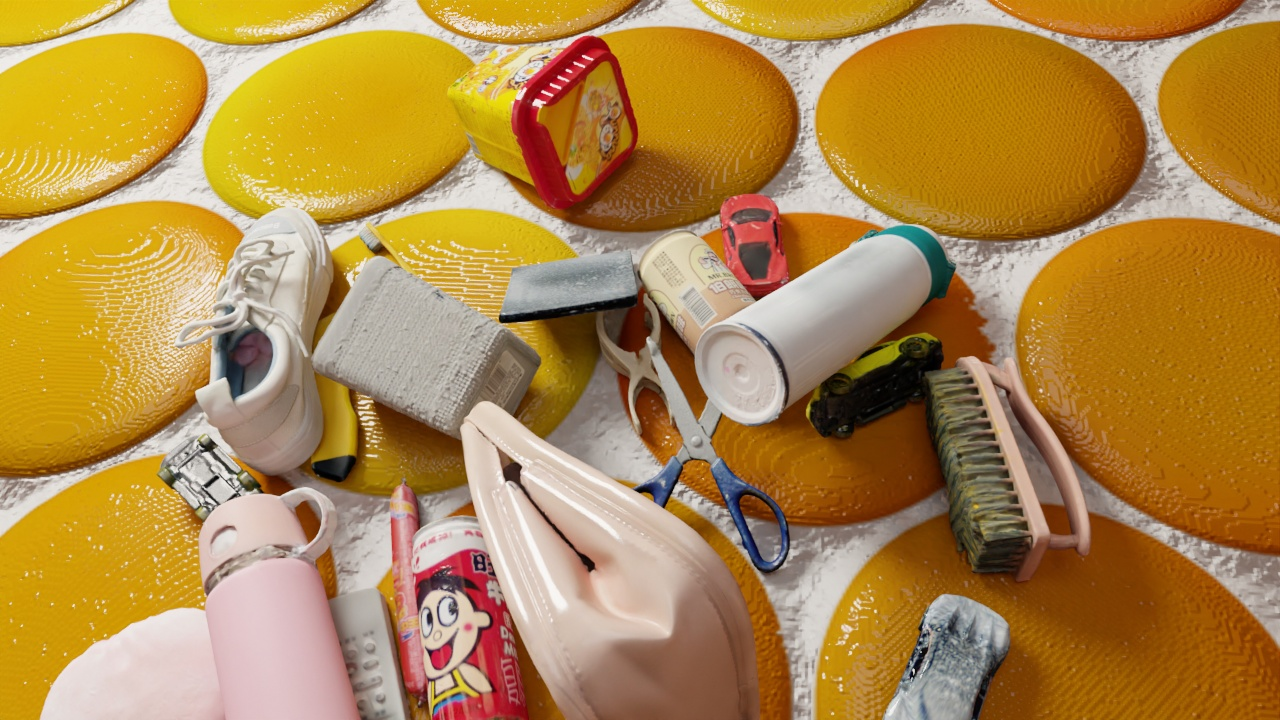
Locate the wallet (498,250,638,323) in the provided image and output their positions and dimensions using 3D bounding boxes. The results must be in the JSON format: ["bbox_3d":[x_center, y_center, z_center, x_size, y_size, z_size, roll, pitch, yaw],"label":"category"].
[{"bbox_3d":[-0.051,-0.054,0.674,0.097,0.019,0.120,-9,20,1],"label":"wallet"}]

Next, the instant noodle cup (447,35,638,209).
[{"bbox_3d":[-0.085,-0.205,0.768,0.124,0.116,0.116,23,60,34],"label":"instant noodle cup"}]

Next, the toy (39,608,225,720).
[{"bbox_3d":[-0.273,0.218,0.519,0.121,0.054,0.159,-32,55,-14],"label":"toy"}]

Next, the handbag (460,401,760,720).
[{"bbox_3d":[-0.039,0.115,0.496,0.093,0.193,0.234,-31,48,-18],"label":"handbag"}]

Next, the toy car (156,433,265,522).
[{"bbox_3d":[-0.290,0.086,0.625,0.090,0.035,0.042,33,63,26],"label":"toy car"}]

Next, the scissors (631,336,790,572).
[{"bbox_3d":[0.036,0.067,0.590,0.162,0.012,0.175,-42,76,-4],"label":"scissors"}]

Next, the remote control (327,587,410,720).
[{"bbox_3d":[-0.166,0.207,0.535,0.058,0.021,0.150,-20,55,-8],"label":"remote control"}]

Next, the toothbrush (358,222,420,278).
[{"bbox_3d":[-0.175,-0.053,0.723,0.018,0.016,0.191,-39,59,-7],"label":"toothbrush"}]

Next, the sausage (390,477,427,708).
[{"bbox_3d":[-0.146,0.142,0.581,0.020,0.020,0.155,-14,55,-4],"label":"sausage"}]

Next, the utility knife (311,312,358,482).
[{"bbox_3d":[-0.225,0.024,0.674,0.033,0.015,0.153,-9,54,-8],"label":"utility knife"}]

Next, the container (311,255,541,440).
[{"bbox_3d":[-0.140,0.000,0.628,0.114,0.090,0.090,26,83,18],"label":"container"}]

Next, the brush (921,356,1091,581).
[{"bbox_3d":[0.224,0.059,0.573,0.073,0.063,0.145,-8,53,5],"label":"brush"}]

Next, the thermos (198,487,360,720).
[{"bbox_3d":[-0.193,0.163,0.514,0.087,0.067,0.198,-30,55,0],"label":"thermos"}]

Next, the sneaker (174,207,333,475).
[{"bbox_3d":[-0.282,-0.037,0.665,0.089,0.091,0.241,-21,52,7],"label":"sneaker"}]

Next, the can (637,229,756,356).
[{"bbox_3d":[0.049,-0.038,0.661,0.058,0.059,0.116,-27,56,-13],"label":"can"}]

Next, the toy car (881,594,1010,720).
[{"bbox_3d":[0.171,0.180,0.512,0.049,0.031,0.105,22,61,21],"label":"toy car"}]

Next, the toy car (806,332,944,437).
[{"bbox_3d":[0.156,0.014,0.620,0.105,0.048,0.032,-25,43,-12],"label":"toy car"}]

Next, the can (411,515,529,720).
[{"bbox_3d":[-0.102,0.161,0.541,0.053,0.053,0.132,-15,55,-4],"label":"can"}]

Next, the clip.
[{"bbox_3d":[-0.015,0.004,0.657,0.084,0.035,0.104,2,63,4],"label":"clip"}]

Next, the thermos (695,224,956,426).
[{"bbox_3d":[0.130,-0.035,0.610,0.073,0.073,0.223,36,45,26],"label":"thermos"}]

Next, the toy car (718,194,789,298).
[{"bbox_3d":[0.087,-0.093,0.713,0.049,0.031,0.106,-3,53,3],"label":"toy car"}]
